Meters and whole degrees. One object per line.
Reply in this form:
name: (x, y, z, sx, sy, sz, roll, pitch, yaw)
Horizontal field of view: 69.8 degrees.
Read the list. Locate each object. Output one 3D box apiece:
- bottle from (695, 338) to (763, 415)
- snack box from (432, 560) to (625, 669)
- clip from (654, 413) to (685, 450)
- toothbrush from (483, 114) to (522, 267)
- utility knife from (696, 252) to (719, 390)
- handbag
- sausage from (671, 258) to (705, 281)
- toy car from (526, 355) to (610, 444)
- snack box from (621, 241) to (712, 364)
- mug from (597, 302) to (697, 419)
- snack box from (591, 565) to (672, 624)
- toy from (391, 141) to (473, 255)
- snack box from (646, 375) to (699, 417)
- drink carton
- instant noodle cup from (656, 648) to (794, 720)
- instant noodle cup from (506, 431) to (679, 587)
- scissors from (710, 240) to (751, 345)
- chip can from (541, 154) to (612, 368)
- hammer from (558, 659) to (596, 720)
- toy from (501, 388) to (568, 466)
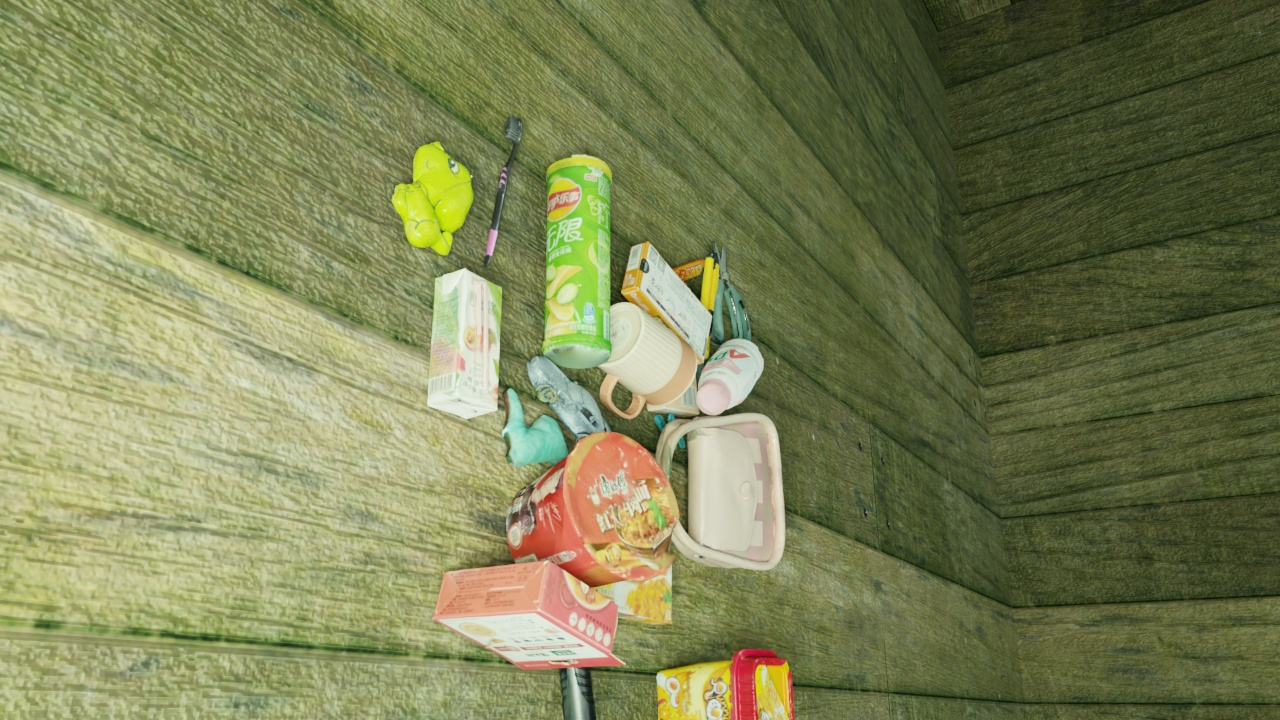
bottle: (0.111, 0.023, 1.171, 0.196, 0.068, 0.068, -40, 114, -69)
snack box: (-0.087, 0.215, 0.766, 0.127, 0.113, 0.044, 47, 41, -42)
clip: (0.037, 0.086, 1.109, 0.057, 0.047, 0.014, 62, 33, -28)
toothbrush: (-0.140, -0.173, 0.919, 0.017, 0.014, 0.188, 31, 53, -38)
utility knife: (0.089, -0.046, 1.226, 0.033, 0.015, 0.216, 30, 62, -55)
handbag: (0.081, 0.150, 1.084, 0.234, 0.094, 0.193, 18, 67, -54)
sausage: (0.054, -0.115, 1.208, 0.164, 0.021, 0.021, -28, 104, -58)
toy car: (-0.070, 0.041, 0.915, 0.120, 0.037, 0.054, 51, 11, -32)
snack box: (0.035, -0.066, 1.100, 0.154, 0.026, 0.075, 46, 44, -39)
mug: (-0.006, 0.006, 1.021, 0.106, 0.082, 0.114, 36, 79, -46)
snack box: (-0.017, 0.229, 0.961, 0.155, 0.027, 0.077, 31, 52, -51)
toy: (-0.183, -0.144, 0.819, 0.099, 0.031, 0.097, -38, 111, -52)
snack box: (0.035, -0.011, 1.133, 0.084, 0.026, 0.157, 15, 67, -55)
drink carton: (-0.153, -0.016, 0.808, 0.053, 0.046, 0.122, 28, 56, -51)
instant noodle cup: (0.089, 0.373, 0.988, 0.116, 0.124, 0.116, 26, 57, -53)
instant noodle cup: (-0.050, 0.145, 0.835, 0.137, 0.109, 0.137, 27, 48, -35)
scissors: (0.113, -0.087, 1.299, 0.170, 0.019, 0.177, -24, 101, -58)
chip can: (-0.065, -0.101, 0.957, 0.072, 0.073, 0.221, 27, 57, -53)
hammer: (-0.052, 0.367, 0.848, 0.128, 0.033, 0.300, 8, 73, -59)
toy: (-0.103, 0.072, 0.875, 0.091, 0.030, 0.096, -3, 76, -61)
